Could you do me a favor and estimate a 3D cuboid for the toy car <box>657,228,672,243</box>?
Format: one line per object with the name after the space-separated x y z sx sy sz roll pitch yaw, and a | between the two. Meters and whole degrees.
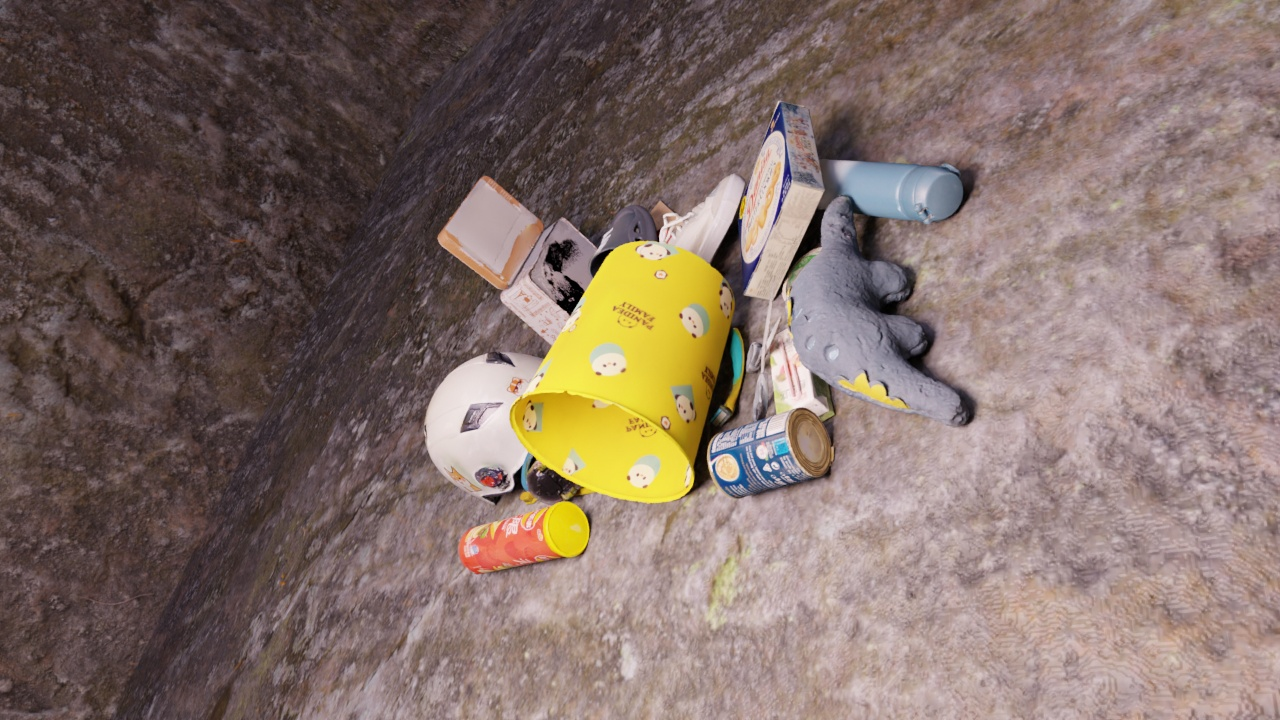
0.045 -0.173 1.401 0.106 0.031 0.049 31 89 51 | toy car

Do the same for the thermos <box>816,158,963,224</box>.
0.280 -0.201 1.076 0.070 0.070 0.221 -57 30 -5 | thermos

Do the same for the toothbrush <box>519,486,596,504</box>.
-0.111 0.184 1.288 0.191 0.016 0.015 -18 45 47 | toothbrush

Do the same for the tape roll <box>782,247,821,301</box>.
0.211 -0.101 1.121 0.086 0.014 0.085 -36 35 30 | tape roll

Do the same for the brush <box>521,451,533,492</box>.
-0.112 0.127 1.278 0.144 0.073 0.055 -44 26 -3 | brush

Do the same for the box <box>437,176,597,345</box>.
-0.179 -0.167 1.456 0.082 0.260 0.176 -33 24 39 | box

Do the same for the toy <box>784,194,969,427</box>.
0.225 -0.048 0.971 0.138 0.091 0.355 -24 44 15 | toy

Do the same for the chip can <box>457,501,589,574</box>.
-0.163 0.244 1.249 0.217 0.073 0.073 -22 43 45 | chip can

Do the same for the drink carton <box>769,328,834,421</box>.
0.176 0.017 1.020 0.054 0.045 0.122 -33 36 31 | drink carton

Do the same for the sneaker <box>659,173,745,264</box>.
0.064 -0.164 1.293 0.242 0.091 0.089 -63 -1 -7 | sneaker

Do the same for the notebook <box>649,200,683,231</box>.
-0.012 -0.161 1.505 0.212 0.012 0.149 -49 29 9 | notebook

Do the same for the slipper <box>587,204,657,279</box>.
-0.026 -0.144 1.392 0.111 0.083 0.267 -52 36 39 | slipper

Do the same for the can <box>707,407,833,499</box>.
0.136 0.098 0.964 0.111 0.075 0.075 -24 42 42 | can

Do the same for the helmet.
-0.239 0.084 1.392 0.275 0.157 0.229 -43 29 53 | helmet

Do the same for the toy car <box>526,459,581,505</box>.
-0.085 0.130 1.233 0.158 0.070 0.042 -38 21 3 | toy car

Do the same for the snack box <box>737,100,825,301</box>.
0.173 -0.201 1.162 0.178 0.045 0.182 108 168 -45 | snack box

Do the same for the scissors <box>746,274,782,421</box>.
0.140 -0.007 1.039 0.181 0.014 0.159 105 167 -78 | scissors

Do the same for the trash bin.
-0.007 0.007 1.129 0.230 0.229 0.254 -18 41 47 | trash bin

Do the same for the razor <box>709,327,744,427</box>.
0.112 0.017 1.128 0.043 0.028 0.132 114 170 -59 | razor
